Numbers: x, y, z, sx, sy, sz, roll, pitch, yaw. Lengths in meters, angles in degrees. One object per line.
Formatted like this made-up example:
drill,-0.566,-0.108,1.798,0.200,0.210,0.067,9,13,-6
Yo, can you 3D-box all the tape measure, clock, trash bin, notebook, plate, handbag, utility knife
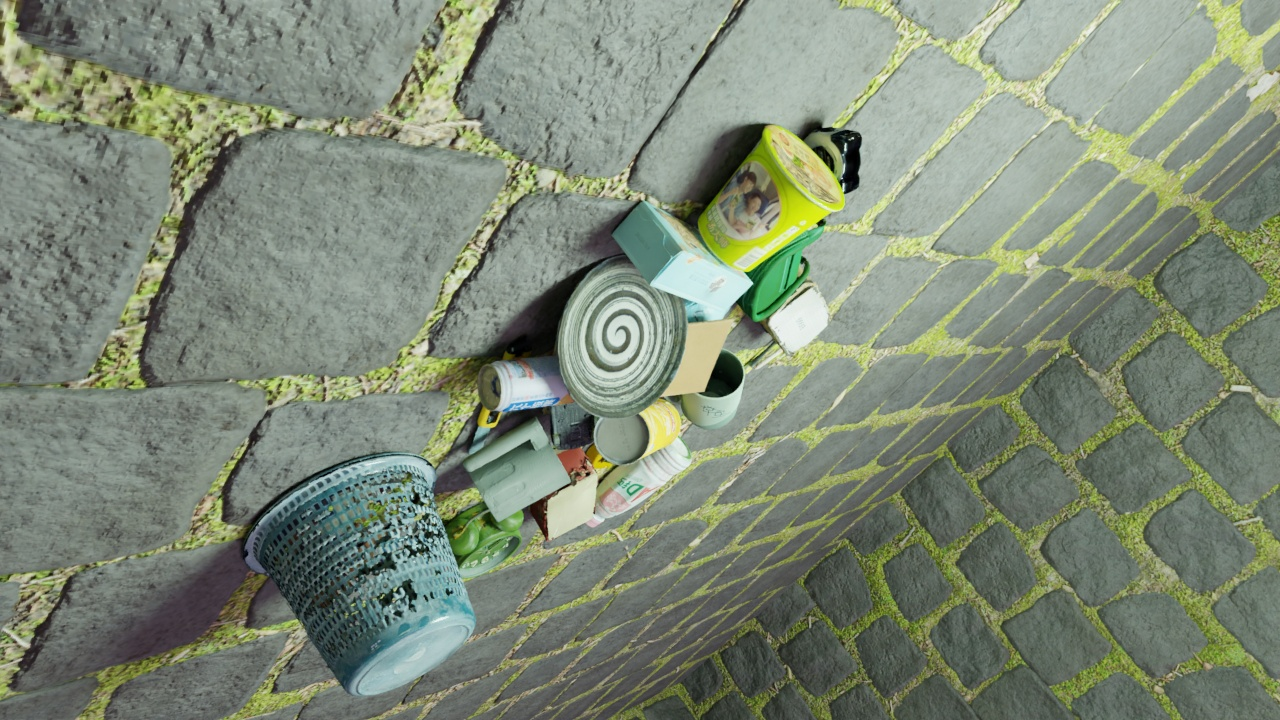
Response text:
tape measure,0.201,-0.214,0.974,0.033,0.066,0.066,-23,125,-34
clock,-0.217,0.240,1.254,0.116,0.056,0.162,-24,153,-27
trash bin,-0.289,0.245,1.007,0.226,0.195,0.227,-29,155,-15
notebook,-0.006,0.006,1.088,0.211,0.012,0.150,-7,147,-17
plate,-0.021,-0.025,0.985,0.179,0.024,0.179,-10,106,-38
tape measure,-0.048,0.134,1.316,0.057,0.029,0.060,1,136,-52
handbag,0.160,-0.116,1.092,0.120,0.068,0.131,-31,155,-13
utility knife,-0.160,0.048,1.034,0.033,0.015,0.216,-12,147,-36

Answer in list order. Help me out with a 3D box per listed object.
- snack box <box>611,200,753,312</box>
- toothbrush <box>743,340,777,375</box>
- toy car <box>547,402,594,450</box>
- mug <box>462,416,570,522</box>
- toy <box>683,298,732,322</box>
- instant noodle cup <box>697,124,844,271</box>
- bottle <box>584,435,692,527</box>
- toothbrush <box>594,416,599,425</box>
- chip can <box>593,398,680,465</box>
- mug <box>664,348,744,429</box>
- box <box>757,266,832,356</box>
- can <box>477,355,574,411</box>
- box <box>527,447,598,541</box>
snack box,0.048,-0.105,0.960,0.052,0.074,0.174,-45,154,18
toothbrush,0.156,0.019,1.396,0.186,0.012,0.017,-44,165,17
toy car,-0.083,0.060,1.088,0.054,0.036,0.121,-11,138,-10
mug,-0.154,0.128,1.116,0.103,0.083,0.124,-30,144,-8
toy,0.035,-0.040,1.092,0.161,0.049,0.156,-31,155,5
instant noodle cup,0.126,-0.158,0.942,0.111,0.111,0.124,-3,149,-50
bottle,-0.013,0.187,1.418,0.197,0.068,0.068,-39,156,17
toothbrush,-0.044,0.088,1.244,0.224,0.027,0.026,27,86,-63
chip can,-0.001,0.089,1.175,0.072,0.072,0.213,-41,173,10
mug,0.084,0.042,1.276,0.112,0.082,0.106,-2,151,-1
box,0.198,-0.072,1.234,0.090,0.061,0.184,-38,153,3
can,-0.104,0.023,0.978,0.134,0.053,0.053,-6,142,-39
box,-0.105,0.191,1.289,0.091,0.077,0.169,-26,154,-19
